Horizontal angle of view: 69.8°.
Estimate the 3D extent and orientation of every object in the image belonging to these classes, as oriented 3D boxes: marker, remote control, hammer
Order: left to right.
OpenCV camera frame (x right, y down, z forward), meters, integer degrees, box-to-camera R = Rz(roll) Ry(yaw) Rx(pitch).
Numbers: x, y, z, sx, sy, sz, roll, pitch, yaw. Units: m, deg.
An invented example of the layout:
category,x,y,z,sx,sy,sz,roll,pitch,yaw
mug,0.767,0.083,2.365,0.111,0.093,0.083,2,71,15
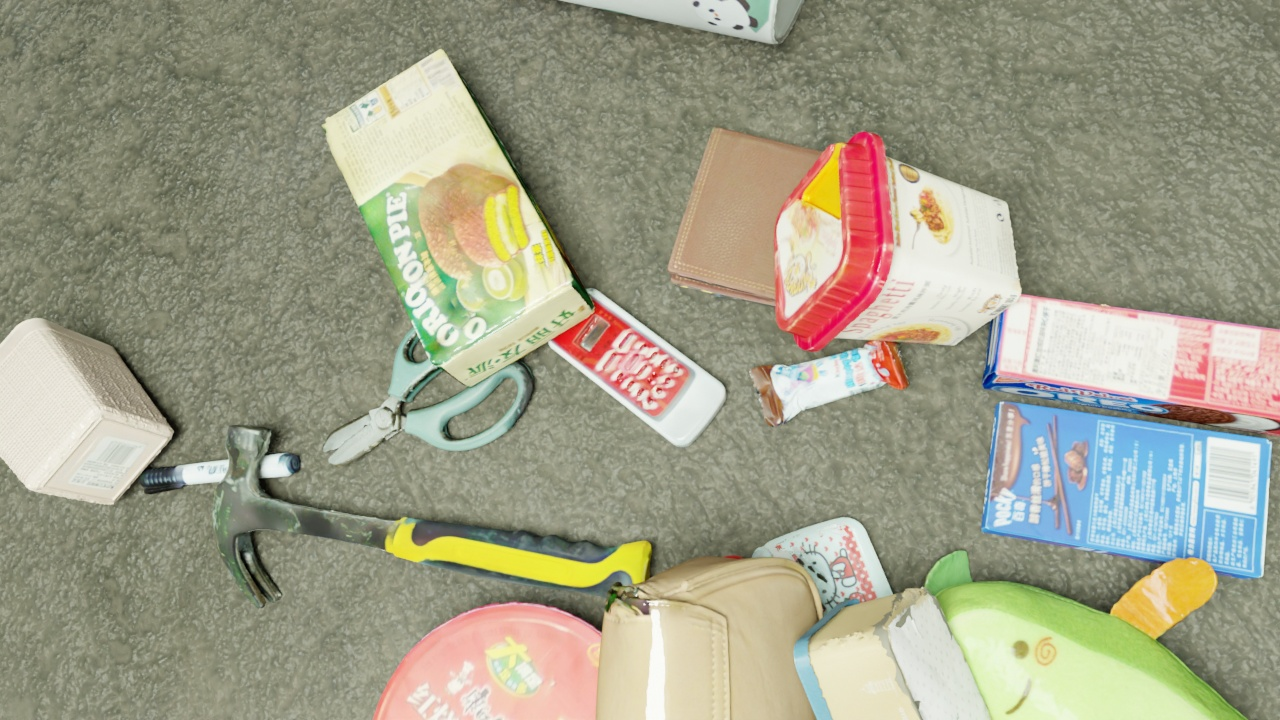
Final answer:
category,x,y,z,sx,sy,sz,roll,pitch,yaw
marker,-0.324,0.087,0.706,0.131,0.018,0.022,-6,84,11
hammer,-0.153,0.130,0.647,0.323,0.032,0.126,8,90,10
remote control,-0.004,0.004,0.660,0.136,0.020,0.056,38,85,18

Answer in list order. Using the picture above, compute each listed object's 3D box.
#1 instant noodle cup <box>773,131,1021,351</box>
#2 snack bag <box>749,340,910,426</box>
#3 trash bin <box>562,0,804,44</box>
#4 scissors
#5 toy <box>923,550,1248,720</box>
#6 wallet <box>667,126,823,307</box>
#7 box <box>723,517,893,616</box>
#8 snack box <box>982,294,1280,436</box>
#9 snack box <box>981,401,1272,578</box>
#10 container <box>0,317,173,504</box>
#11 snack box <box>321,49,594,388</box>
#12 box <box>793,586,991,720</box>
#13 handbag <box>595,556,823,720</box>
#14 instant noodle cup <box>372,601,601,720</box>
category,x,y,z,sx,sy,sz,roll,pitch,yaw
instant noodle cup,0.162,-0.066,0.584,0.124,0.117,0.116,9,64,-15
snack bag,0.130,0.012,0.627,0.105,0.026,0.045,-17,75,8
trash bin,0.007,-0.349,0.646,0.252,0.229,0.229,21,81,10
scissors,-0.159,0.041,0.683,0.180,0.019,0.139,-40,73,-1
toy,0.261,0.213,0.517,0.247,0.090,0.227,33,89,18
wallet,0.084,-0.103,0.664,0.101,0.032,0.124,15,80,12
box,0.102,0.214,0.578,0.158,0.038,0.201,-20,72,6
snack box,0.325,0.003,0.574,0.208,0.057,0.058,10,81,13
snack box,0.301,0.079,0.575,0.157,0.026,0.084,9,78,13
container,-0.430,0.043,0.694,0.111,0.090,0.090,39,86,24
snack box,-0.138,-0.109,0.681,0.114,0.063,0.240,-32,67,2
box,0.148,0.206,0.485,0.060,0.089,0.184,-29,78,33
handbag,0.034,0.210,0.503,0.100,0.147,0.204,-14,67,46
instant noodle cup,-0.075,0.255,0.590,0.194,0.066,0.193,-3,76,10
